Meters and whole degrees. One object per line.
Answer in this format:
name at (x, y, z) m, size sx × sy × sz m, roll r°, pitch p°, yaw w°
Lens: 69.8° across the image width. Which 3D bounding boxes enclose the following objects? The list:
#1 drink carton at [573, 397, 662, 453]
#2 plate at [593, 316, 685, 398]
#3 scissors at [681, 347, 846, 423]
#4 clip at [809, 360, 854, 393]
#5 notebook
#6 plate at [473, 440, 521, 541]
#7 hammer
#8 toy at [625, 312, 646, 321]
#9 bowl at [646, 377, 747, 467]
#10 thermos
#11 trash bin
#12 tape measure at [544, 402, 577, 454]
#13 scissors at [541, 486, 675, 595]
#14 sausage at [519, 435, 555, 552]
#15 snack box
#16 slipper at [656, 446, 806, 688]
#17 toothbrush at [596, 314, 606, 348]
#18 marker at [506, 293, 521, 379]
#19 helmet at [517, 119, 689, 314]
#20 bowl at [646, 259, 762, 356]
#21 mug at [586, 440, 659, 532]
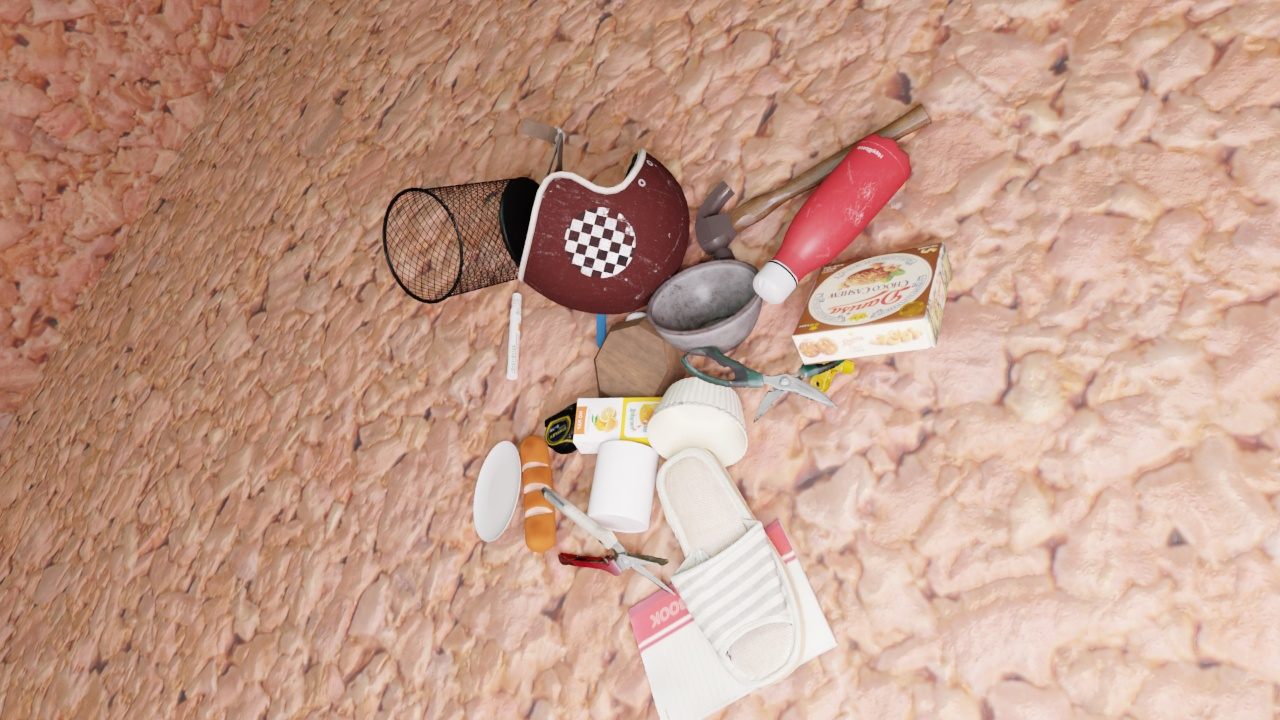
drink carton at (-0.023, 0.080, 1.127) m, size 0.122 × 0.040 × 0.058 m, roll -1°, pitch 63°, yaw 12°
plate at (-0.007, 0.006, 1.164) m, size 0.131 × 0.025 × 0.131 m, roll -3°, pitch 83°, yaw 25°
scissors at (0.159, -0.003, 1.022) m, size 0.204 × 0.015 × 0.202 m, roll -36°, pitch 42°, yaw -28°
clip at (0.207, 0.011, 1.033) m, size 0.048 × 0.046 × 0.054 m, roll -41°, pitch 43°, yaw -24°
notebook at (0.089, 0.282, 0.973) m, size 0.209 × 0.012 × 0.153 m, roll -35°, pitch 48°, yaw 15°
plate at (-0.188, 0.175, 1.224) m, size 0.135 × 0.011 × 0.134 m, roll -31°, pitch 51°, yaw 48°
hammer at (0.213, -0.231, 1.170) m, size 0.324 × 0.033 × 0.115 m, roll -28°, pitch 53°, yaw 21°
toy at (0.004, -0.025, 1.199) m, size 0.123 × 0.038 × 0.079 m, roll -51°, pitch 53°, yaw 18°
bowl at (0.069, 0.067, 1.055) m, size 0.116 × 0.115 × 0.062 m, roll -16°, pitch 40°, yaw 29°
thermos at (0.217, -0.160, 1.065) m, size 0.239 × 0.073 × 0.073 m, roll -48°, pitch 45°, yaw -12°
trash bin at (-0.251, -0.191, 1.406) m, size 0.211 × 0.184 × 0.183 m, roll -6°, pitch 61°, yaw 28°
tape measure at (-0.096, 0.094, 1.210) m, size 0.062 × 0.034 × 0.061 m, roll -30°, pitch 46°, yaw 31°
scissors at (-0.049, 0.212, 1.061) m, size 0.015 × 0.179 × 0.199 m, roll -38°, pitch 2°, yaw -39°
sausage at (-0.133, 0.171, 1.184) m, size 0.039 × 0.044 × 0.164 m, roll -11°, pitch 55°, yaw 2°
snack box at (0.252, -0.061, 0.992) m, size 0.143 × 0.041 × 0.146 m, roll -9°, pitch 33°, yaw 32°
slipper at (0.085, 0.207, 0.965) m, size 0.114 × 0.054 × 0.272 m, roll -31°, pitch 55°, yaw 13°
toothbrush at (-0.058, -0.091, 1.304) m, size 0.016 × 0.014 × 0.166 m, roll -19°, pitch 55°, yaw 28°
marker at (-0.188, -0.038, 1.369) m, size 0.017 × 0.017 × 0.145 m, roll -19°, pitch 54°, yaw 27°
helmet at (-0.062, -0.181, 1.202) m, size 0.233 × 0.253 × 0.234 m, roll -122°, pitch 48°, yaw -82°
bowl at (0.086, -0.054, 1.119) m, size 0.145 × 0.067 × 0.144 m, roll -16°, pitch 36°, yaw 12°
mug at (-0.030, 0.156, 1.105) m, size 0.111 × 0.073 × 0.090 m, roll -31°, pitch 44°, yaw 54°
